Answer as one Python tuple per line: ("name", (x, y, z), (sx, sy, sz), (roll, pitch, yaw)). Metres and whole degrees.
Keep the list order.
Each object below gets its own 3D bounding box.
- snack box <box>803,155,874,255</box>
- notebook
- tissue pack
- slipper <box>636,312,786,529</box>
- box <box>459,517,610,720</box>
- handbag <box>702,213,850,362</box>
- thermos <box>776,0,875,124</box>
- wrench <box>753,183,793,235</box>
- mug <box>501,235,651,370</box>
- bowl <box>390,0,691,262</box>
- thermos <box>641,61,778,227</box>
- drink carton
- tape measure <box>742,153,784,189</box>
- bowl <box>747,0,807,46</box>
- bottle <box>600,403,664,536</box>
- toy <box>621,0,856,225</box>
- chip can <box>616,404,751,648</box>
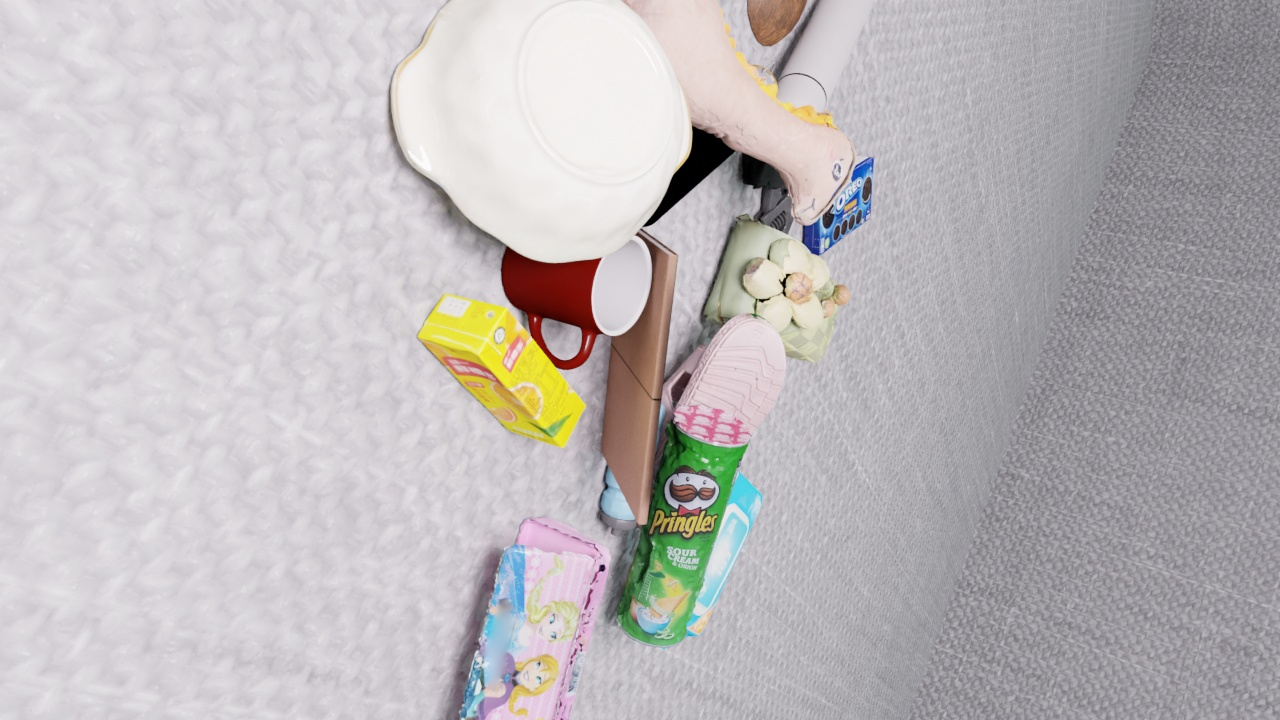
("snack box", (0.241, -0.191, 1.111), (0.149, 0.027, 0.082), (-37, 133, -45))
("notebook", (-0.004, 0.004, 0.735), (0.008, 0.141, 0.209), (1, 108, -15))
("tissue pack", (0.056, 0.204, 0.977), (0.209, 0.066, 0.117), (-62, 147, -14))
("slipper", (0.055, 0.056, 0.882), (0.094, 0.064, 0.240), (19, 110, -33))
("box", (-0.103, 0.246, 0.724), (0.096, 0.085, 0.230), (9, 97, -56))
("handbag", (0.154, -0.066, 0.932), (0.186, 0.117, 0.113), (22, 83, -42))
("thermos", (0.178, -0.302, 0.905), (0.223, 0.052, 0.052), (-63, 148, -31))
("wrench", (0.146, -0.080, 1.022), (0.072, 0.018, 0.274), (-25, 127, -40))
("mug", (-0.051, -0.047, 0.664), (0.073, 0.083, 0.105), (18, 89, -59))
("bowl", (-0.040, -0.159, 0.572), (0.218, 0.060, 0.188), (-10, 94, -34))
("thermos", (0.055, -0.195, 0.780), (0.230, 0.061, 0.061), (-46, 140, -37))
("drink carton", (-0.093, 0.008, 0.647), (0.042, 0.059, 0.134), (-63, 147, -21))
("tape measure", (0.131, -0.203, 0.919), (0.062, 0.038, 0.067), (-6, 109, -57))
("bowl", (0.140, -0.356, 0.871), (0.114, 0.026, 0.102), (-62, 147, -17))
("bottle", (-0.009, 0.099, 0.841), (0.040, 0.040, 0.130), (-1, 105, -58))
("toy", (0.083, -0.229, 0.719), (0.264, 0.065, 0.196), (16, 85, -33))
("chip can", (0.035, 0.154, 0.836), (0.075, 0.075, 0.224), (-16, 127, -54))
